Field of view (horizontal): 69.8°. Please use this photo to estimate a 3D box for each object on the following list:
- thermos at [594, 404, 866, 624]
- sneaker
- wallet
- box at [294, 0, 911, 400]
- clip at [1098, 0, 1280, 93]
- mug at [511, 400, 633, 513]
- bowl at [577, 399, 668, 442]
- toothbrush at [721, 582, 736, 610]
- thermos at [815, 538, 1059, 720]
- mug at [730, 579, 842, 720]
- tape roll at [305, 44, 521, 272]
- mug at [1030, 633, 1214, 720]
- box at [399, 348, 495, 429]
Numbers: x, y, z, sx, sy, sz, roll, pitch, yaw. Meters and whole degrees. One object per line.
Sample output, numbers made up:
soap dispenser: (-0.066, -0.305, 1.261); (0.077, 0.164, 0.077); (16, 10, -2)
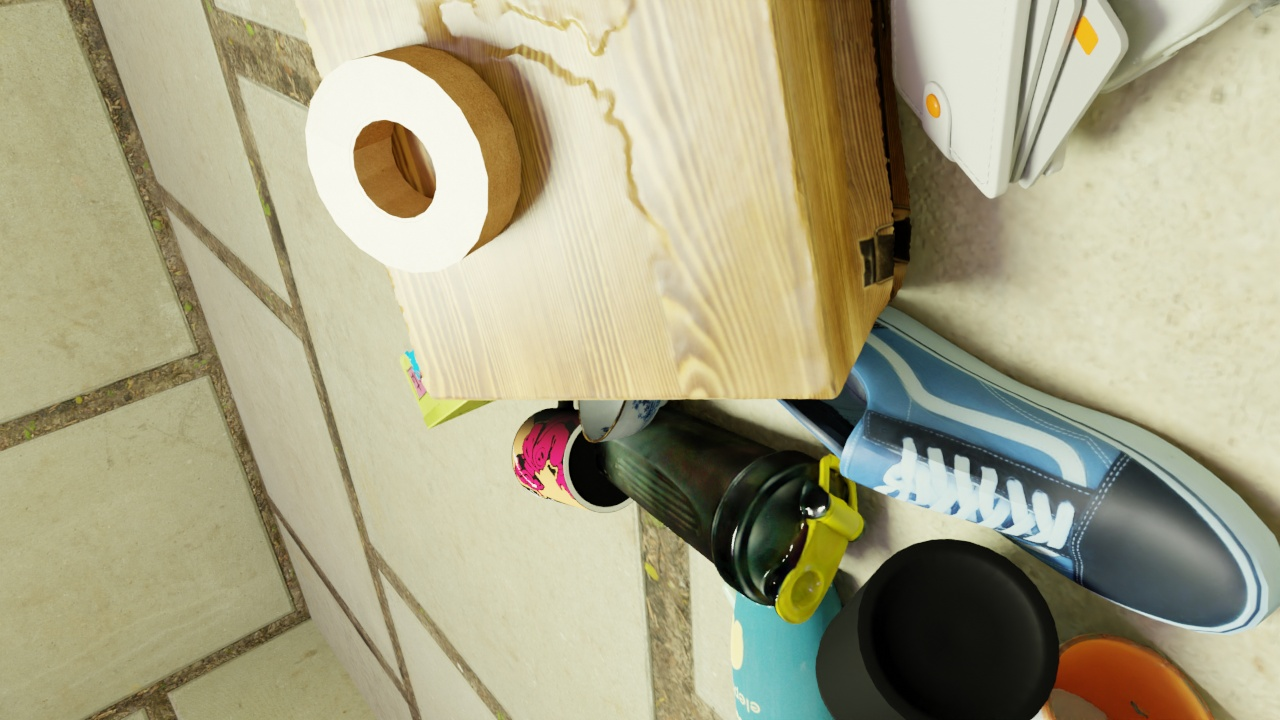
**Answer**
thermos: (0.051, 0.085, 0.620); (0.221, 0.098, 0.098); (24, 131, 55)
sneaker: (0.152, 0.056, 0.426); (0.241, 0.098, 0.084); (37, 140, 38)
wallet: (0.130, -0.116, 0.332); (0.118, 0.037, 0.115); (68, 180, -52)
box: (0.001, -0.142, 0.451); (0.252, 0.191, 0.279); (0, 115, 29)
clip: (0.170, -0.167, 0.269); (0.126, 0.101, 0.152); (63, 164, 1)
mug: (-0.051, 0.064, 0.781); (0.098, 0.081, 0.118); (-1, 83, 58)
bowl: (-0.004, 0.004, 0.639); (0.114, 0.045, 0.114); (-170, 91, -69)
toothbrush: (0.108, 0.238, 0.710); (0.154, 0.015, 0.022); (57, -177, 12)
thermos: (0.143, 0.161, 0.490); (0.086, 0.086, 0.199); (52, 168, 21)
mug: (0.100, 0.190, 0.637); (0.112, 0.084, 0.104); (-116, 17, -73)
tape roll: (-0.100, -0.087, 0.402); (0.094, 0.027, 0.094); (12, 121, 21)
mug: (0.213, 0.194, 0.449); (0.082, 0.082, 0.105); (48, 147, 27)
box: (-0.116, -0.012, 0.775); (0.222, 0.124, 0.079); (-32, 82, 58)
